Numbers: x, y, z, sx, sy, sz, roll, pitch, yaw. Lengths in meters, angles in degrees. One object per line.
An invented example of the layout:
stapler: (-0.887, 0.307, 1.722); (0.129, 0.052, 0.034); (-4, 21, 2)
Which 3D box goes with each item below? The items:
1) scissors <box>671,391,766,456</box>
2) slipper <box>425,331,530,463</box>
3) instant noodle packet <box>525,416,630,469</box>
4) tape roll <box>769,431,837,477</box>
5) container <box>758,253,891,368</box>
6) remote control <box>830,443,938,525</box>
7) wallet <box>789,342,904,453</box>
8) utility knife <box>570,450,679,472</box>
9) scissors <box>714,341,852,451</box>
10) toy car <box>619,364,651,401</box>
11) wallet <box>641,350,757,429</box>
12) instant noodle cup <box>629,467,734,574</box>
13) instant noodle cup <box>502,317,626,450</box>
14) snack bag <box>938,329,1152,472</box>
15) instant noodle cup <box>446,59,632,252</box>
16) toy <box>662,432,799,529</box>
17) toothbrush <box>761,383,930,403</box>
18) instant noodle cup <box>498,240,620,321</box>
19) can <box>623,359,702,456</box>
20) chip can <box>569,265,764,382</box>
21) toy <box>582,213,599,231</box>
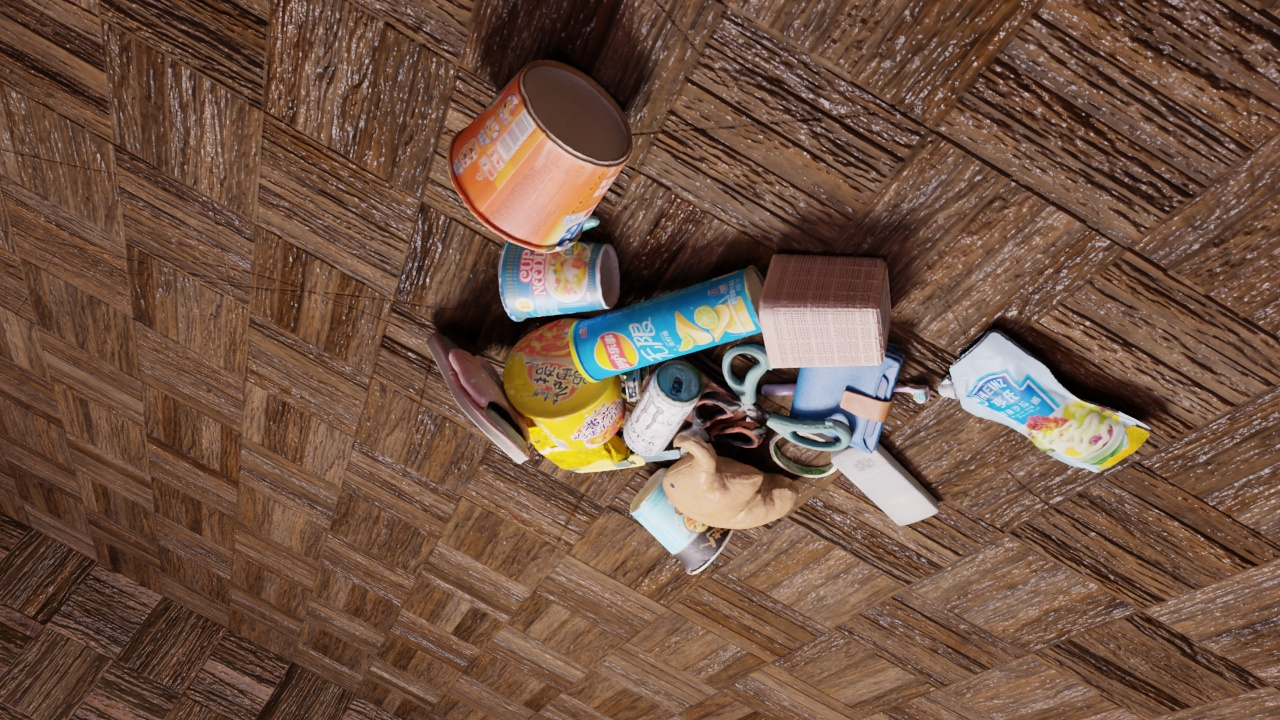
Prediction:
scissors: (0.089, 0.092, 1.109); (0.193, 0.015, 0.207); (18, 152, 31)
slipper: (-0.192, 0.033, 1.118); (0.114, 0.054, 0.274); (49, 177, -38)
instant noodle packet: (-0.090, 0.105, 1.247); (0.129, 0.044, 0.111); (-12, 134, 42)
tape roll: (0.201, 0.111, 1.120); (0.086, 0.013, 0.086); (15, 140, 13)
container: (0.183, -0.048, 0.896); (0.111, 0.090, 0.090); (1, 135, 22)
remote control: (0.292, 0.144, 1.096); (0.058, 0.021, 0.150); (-30, 119, 35)
wallet: (0.218, 0.029, 0.980); (0.106, 0.040, 0.133); (24, 133, 22)
utility knife: (-0.027, 0.138, 1.270); (0.220, 0.022, 0.031); (-17, 134, 38)
scissors: (0.143, 0.039, 0.998); (0.170, 0.019, 0.180); (12, 143, 36)
toy car: (-0.006, 0.006, 1.055); (0.035, 0.090, 0.042); (-1, 137, 7)
wallet: (0.068, 0.037, 1.099); (0.124, 0.032, 0.101); (34, 143, -10)
instant noodle cup: (0.053, 0.212, 1.249); (0.120, 0.111, 0.111); (39, 140, -7)
instant noodle cup: (-0.081, 0.036, 1.098); (0.138, 0.137, 0.110); (8, 151, 21)
snack bag: (0.400, 0.046, 0.924); (0.191, 0.038, 0.110); (29, 152, -3)
instant noodle cup: (-0.086, -0.192, 0.841); (0.151, 0.151, 0.112); (37, 131, -14)
toy: (0.092, 0.151, 1.124); (0.144, 0.082, 0.226); (-25, 145, 30)
toothbrush: (0.223, 0.035, 1.019); (0.189, 0.021, 0.029); (0, 153, 31)
instant noodle cup: (-0.083, -0.091, 0.994); (0.110, 0.099, 0.099); (0, 135, 17)
can: (0.025, 0.058, 1.075); (0.058, 0.058, 0.147); (26, 147, -1)
chip can: (0.031, -0.036, 0.970); (0.211, 0.071, 0.071); (-16, 127, 25)
toy: (-0.096, -0.169, 0.958); (0.097, 0.030, 0.092); (-6, 127, 43)
